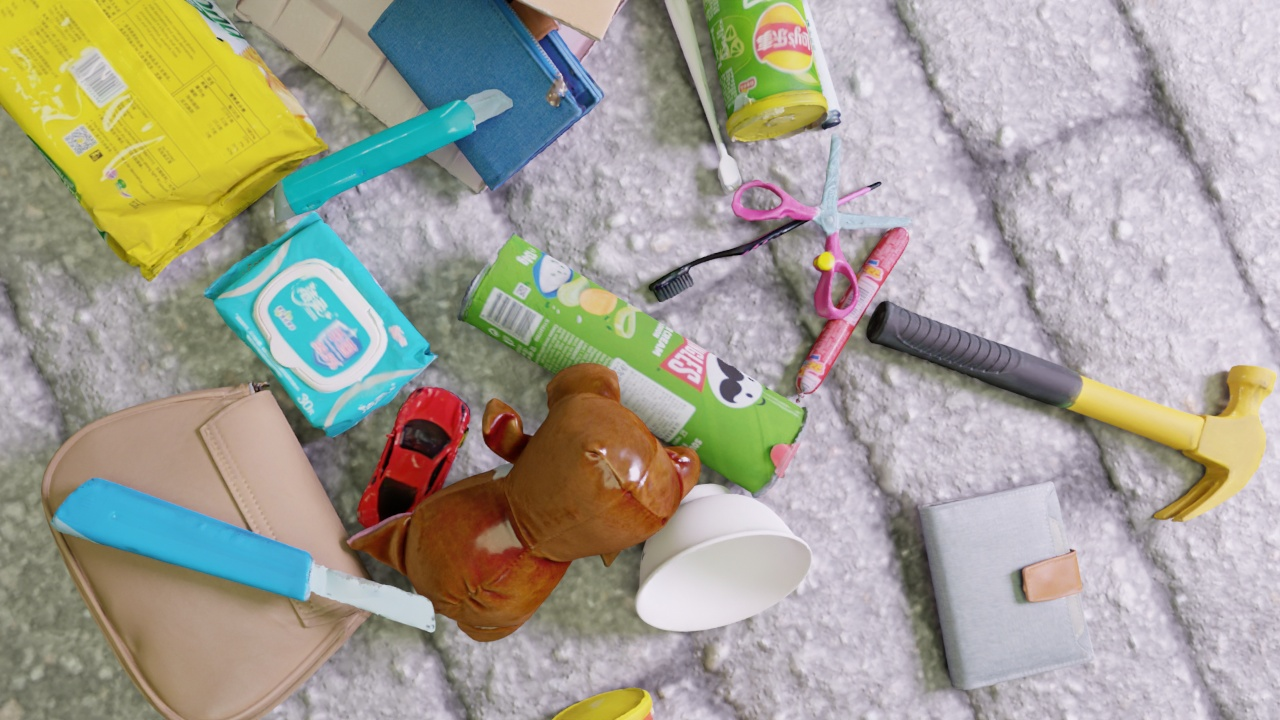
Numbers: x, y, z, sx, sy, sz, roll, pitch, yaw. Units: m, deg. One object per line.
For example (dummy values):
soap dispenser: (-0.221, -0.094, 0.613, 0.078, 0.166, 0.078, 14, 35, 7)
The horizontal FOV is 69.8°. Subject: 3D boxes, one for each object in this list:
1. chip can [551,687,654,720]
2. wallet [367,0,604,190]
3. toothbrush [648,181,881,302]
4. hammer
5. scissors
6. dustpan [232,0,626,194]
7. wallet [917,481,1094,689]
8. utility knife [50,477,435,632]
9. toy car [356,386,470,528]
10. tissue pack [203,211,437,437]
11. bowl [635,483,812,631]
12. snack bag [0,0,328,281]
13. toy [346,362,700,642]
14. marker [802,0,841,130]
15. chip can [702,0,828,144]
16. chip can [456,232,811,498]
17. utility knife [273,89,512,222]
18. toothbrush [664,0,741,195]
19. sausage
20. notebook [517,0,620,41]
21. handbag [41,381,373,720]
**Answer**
chip can: (0.001, 0.330, 0.595, 0.073, 0.073, 0.216, -16, 88, -6)
wallet: (-0.101, -0.193, 0.596, 0.107, 0.040, 0.133, -33, 101, 29)
toothbrush: (0.093, -0.087, 0.660, 0.189, 0.014, 0.018, -25, 98, -7)
hammer: (0.308, 0.022, 0.662, 0.300, 0.033, 0.128, 20, 83, -3)
scissors: (0.128, -0.096, 0.648, 0.134, 0.017, 0.133, 6, 86, -3)
dustpan: (-0.111, -0.290, 0.660, 0.222, 0.138, 0.274, 40, 112, -3)
wallet: (0.259, 0.157, 0.646, 0.106, 0.037, 0.129, -10, 87, -5)
utility knife: (-0.220, 0.114, 0.522, 0.218, 0.018, 0.034, 19, 72, -4)
toy car: (-0.152, 0.069, 0.620, 0.049, 0.031, 0.106, 23, 82, -4)
tissue pack: (-0.211, -0.024, 0.611, 0.093, 0.050, 0.133, -41, 90, -6)
bowl: (0.046, 0.122, 0.608, 0.118, 0.118, 0.064, -14, 50, -6)
snack bag: (-0.343, -0.189, 0.603, 0.158, 0.068, 0.246, -39, 91, -6)
toy: (-0.070, 0.093, 0.573, 0.200, 0.130, 0.140, -40, 106, 11)
marker: (0.120, -0.232, 0.671, 0.023, 0.018, 0.130, -16, 87, 19)
chip can: (0.074, -0.269, 0.642, 0.072, 0.072, 0.221, -11, 87, -6)
chip can: (-0.004, 0.004, 0.616, 0.236, 0.072, 0.072, 31, 84, -2)
utility knife: (-0.163, -0.134, 0.593, 0.176, 0.013, 0.029, -22, 95, 8)
toothbrush: (0.042, -0.206, 0.665, 0.016, 0.016, 0.180, -16, 85, -8)
sausage: (0.151, -0.036, 0.658, 0.020, 0.020, 0.155, 33, 84, -2)
notebook: (-0.054, -0.308, 0.566, 0.148, 0.008, 0.207, 24, 70, -8)
handbag: (-0.264, 0.119, 0.577, 0.147, 0.100, 0.204, -28, 89, -14)
